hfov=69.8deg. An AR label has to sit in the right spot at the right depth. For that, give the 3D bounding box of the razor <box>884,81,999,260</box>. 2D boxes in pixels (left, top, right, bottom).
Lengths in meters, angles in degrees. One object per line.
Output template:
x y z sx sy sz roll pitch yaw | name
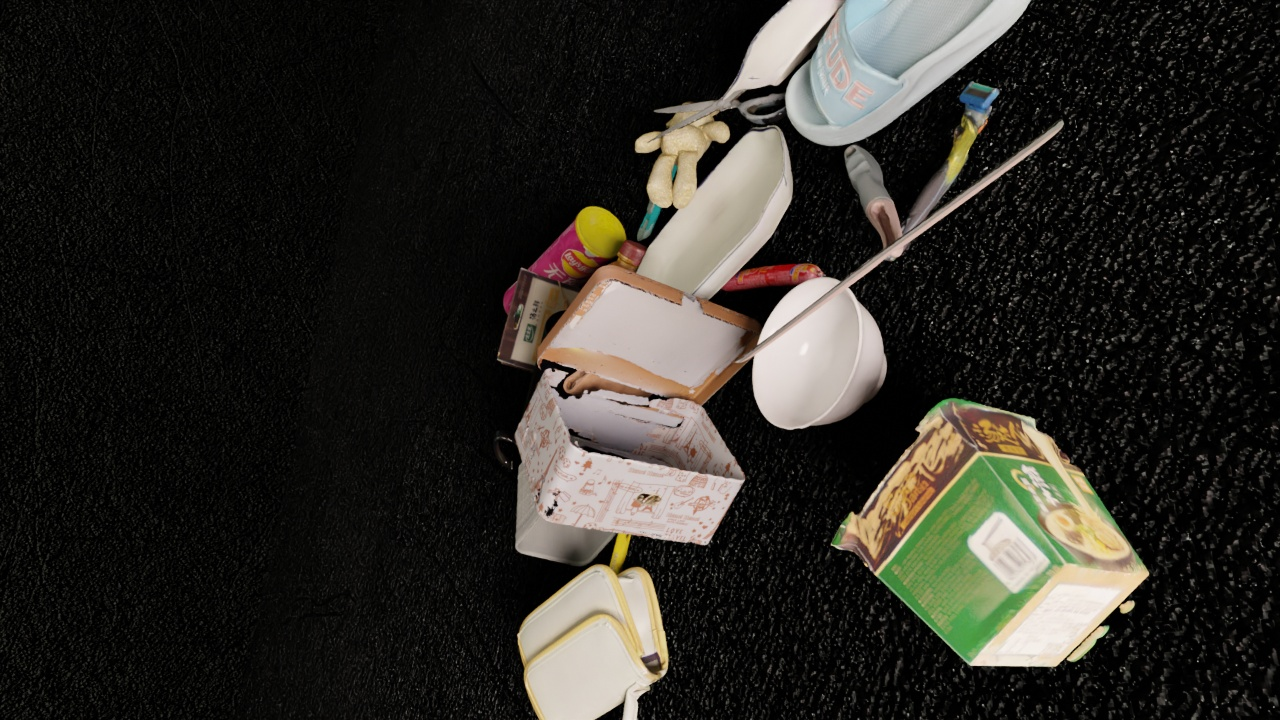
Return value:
0.224 -0.136 0.685 0.143 0.022 0.042 -63 14 18 | razor

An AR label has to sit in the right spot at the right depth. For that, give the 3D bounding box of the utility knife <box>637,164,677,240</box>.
0.029 -0.212 1.077 0.029 0.013 0.157 37 107 58 | utility knife

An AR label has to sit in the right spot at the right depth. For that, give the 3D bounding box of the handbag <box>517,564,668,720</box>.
-0.044 0.300 0.865 0.164 0.063 0.178 -43 49 33 | handbag

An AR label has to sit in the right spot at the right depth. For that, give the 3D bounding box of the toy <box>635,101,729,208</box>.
0.046 -0.218 0.973 0.105 0.066 0.156 -8 43 25 | toy

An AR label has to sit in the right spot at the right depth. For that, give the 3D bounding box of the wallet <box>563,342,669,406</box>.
-0.005 0.005 0.904 0.115 0.101 0.020 -41 57 16 | wallet

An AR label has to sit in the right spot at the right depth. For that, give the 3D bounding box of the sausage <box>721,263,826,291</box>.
0.117 -0.077 0.844 0.156 0.020 0.020 1 76 60 | sausage

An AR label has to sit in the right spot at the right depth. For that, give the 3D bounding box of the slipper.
0.201 -0.259 0.740 0.246 0.074 0.104 -27 53 51 | slipper

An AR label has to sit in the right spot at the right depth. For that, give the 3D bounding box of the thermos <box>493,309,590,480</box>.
-0.108 0.050 1.030 0.068 0.090 0.243 -92 18 -44 | thermos

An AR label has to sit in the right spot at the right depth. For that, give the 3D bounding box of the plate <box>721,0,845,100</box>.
0.148 -0.302 0.829 0.163 0.034 0.164 -47 2 -9 | plate

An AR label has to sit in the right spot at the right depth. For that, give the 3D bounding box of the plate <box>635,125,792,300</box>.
0.067 -0.115 0.912 0.267 0.034 0.161 -46 28 37 | plate

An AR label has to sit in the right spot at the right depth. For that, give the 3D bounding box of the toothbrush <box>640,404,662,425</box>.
-0.034 0.010 0.996 0.016 0.018 0.191 -51 56 15 | toothbrush

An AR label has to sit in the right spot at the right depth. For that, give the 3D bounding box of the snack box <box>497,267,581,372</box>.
-0.110 -0.039 1.108 0.053 0.125 0.113 4 79 63 | snack box

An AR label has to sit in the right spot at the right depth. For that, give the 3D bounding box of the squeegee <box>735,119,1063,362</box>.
0.178 -0.115 0.688 0.248 0.040 0.249 -38 18 24 | squeegee

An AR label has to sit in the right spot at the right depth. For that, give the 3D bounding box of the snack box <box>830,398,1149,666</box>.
0.198 0.103 0.509 0.118 0.117 0.105 -61 35 25 | snack box

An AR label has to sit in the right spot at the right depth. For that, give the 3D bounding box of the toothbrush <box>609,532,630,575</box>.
-0.035 0.262 0.928 0.017 0.015 0.190 4 78 56 | toothbrush

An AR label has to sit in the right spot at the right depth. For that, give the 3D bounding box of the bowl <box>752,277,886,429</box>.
0.147 0.002 0.700 0.119 0.064 0.118 -36 46 48 | bowl

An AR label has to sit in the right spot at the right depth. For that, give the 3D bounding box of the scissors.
0.088 -0.261 0.922 0.159 0.014 0.175 -44 42 -3 | scissors

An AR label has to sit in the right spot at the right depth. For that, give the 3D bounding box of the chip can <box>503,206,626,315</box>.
-0.102 -0.116 1.194 0.211 0.071 0.071 -37 45 48 | chip can

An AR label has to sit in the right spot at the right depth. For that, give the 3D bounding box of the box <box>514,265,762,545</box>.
0.012 0.032 0.806 0.193 0.183 0.156 -62 31 24 | box

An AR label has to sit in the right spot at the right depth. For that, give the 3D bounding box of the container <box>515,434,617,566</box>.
-0.082 0.146 1.001 0.090 0.090 0.114 -51 32 33 | container

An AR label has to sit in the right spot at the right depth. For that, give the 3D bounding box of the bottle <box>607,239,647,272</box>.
-0.036 -0.053 1.057 0.175 0.057 0.057 -64 30 15 | bottle
